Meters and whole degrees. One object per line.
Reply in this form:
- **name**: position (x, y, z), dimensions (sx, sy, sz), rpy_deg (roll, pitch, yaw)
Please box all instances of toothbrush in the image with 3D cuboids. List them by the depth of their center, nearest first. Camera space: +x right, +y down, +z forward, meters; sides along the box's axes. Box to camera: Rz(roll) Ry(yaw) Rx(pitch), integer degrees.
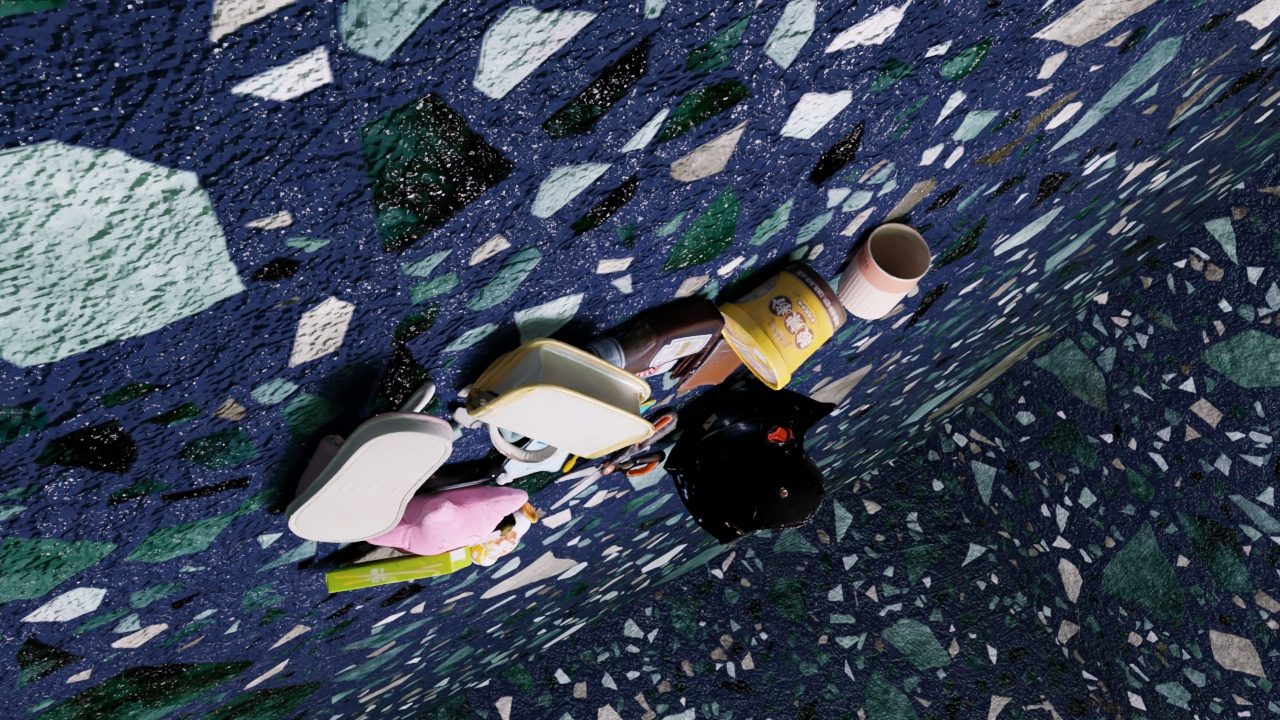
- **toothbrush**: position (-0.244, 0.074, 0.880), dimensions (0.181, 0.016, 0.016), rpy_deg (-43, 166, 31)
- **toothbrush**: position (-0.243, 0.137, 1.022), dimensions (0.212, 0.026, 0.027), rpy_deg (-4, 141, -53)
- **toothbrush**: position (-0.070, 0.095, 1.205), dimensions (0.016, 0.018, 0.192), rpy_deg (-19, 155, -38)

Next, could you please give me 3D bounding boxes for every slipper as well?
- **slipper**: position (-0.253, 0.104, 0.848), dimensions (0.114, 0.054, 0.275), rpy_deg (10, 146, -30)

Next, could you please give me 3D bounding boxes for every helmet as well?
- **helmet**: position (0.174, 0.149, 1.396), dimensions (0.274, 0.230, 0.233), rpy_deg (-56, 173, -7)

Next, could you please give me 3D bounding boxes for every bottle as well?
- **bottle**: position (0.000, -0.015, 0.991), dimensions (0.194, 0.044, 0.080), rpy_deg (-18, 157, -33)
- **bottle**: position (-0.197, 0.241, 1.294), dimensions (0.108, 0.063, 0.063), rpy_deg (-36, 161, 11)

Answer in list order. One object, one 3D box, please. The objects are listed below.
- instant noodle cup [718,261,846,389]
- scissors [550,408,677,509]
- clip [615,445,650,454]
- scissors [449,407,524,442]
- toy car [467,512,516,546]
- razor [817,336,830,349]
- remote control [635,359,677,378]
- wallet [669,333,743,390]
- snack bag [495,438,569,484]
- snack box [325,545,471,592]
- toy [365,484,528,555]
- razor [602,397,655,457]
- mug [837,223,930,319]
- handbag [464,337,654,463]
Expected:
- **instant noodle cup**: position (0.167, -0.045, 1.072), dimensions (0.114, 0.118, 0.118), rpy_deg (-37, 162, -6)
- **scissors**: position (-0.029, 0.151, 1.341), dimensions (0.221, 0.021, 0.227), rpy_deg (-44, 153, 9)
- **clip**: position (-0.010, 0.133, 1.384), dimensions (0.057, 0.036, 0.026), rpy_deg (-11, 146, -49)
- **scissors**: position (-0.191, 0.086, 0.988), dimensions (0.170, 0.019, 0.171), rpy_deg (-32, 163, 5)
- **toy car**: position (-0.219, 0.219, 1.219), dimensions (0.122, 0.056, 0.037), rpy_deg (-8, 143, -49)
- **razor**: position (0.202, -0.052, 1.210), dimensions (0.068, 0.062, 0.167), rpy_deg (-6, 171, 33)
- **remote control**: position (-0.006, 0.006, 1.069), dimensions (0.135, 0.020, 0.056), rpy_deg (-14, 154, -41)
- **wallet**: position (0.106, -0.006, 1.197), dimensions (0.124, 0.032, 0.101), rpy_deg (-8, 148, -51)
- **snack bag**: position (-0.101, 0.094, 1.118), dimensions (0.110, 0.039, 0.192), rpy_deg (-18, 159, -48)
- **snack box**: position (-0.295, 0.255, 1.127), dimensions (0.156, 0.026, 0.086), rpy_deg (-9, 174, 3)
- **toy**: position (-0.234, 0.192, 1.099), dimensions (0.179, 0.074, 0.194), rpy_deg (-26, 165, 30)
- **razor**: position (-0.020, 0.082, 1.224), dimensions (0.133, 0.028, 0.043), rpy_deg (-46, 180, 44)
- **mug**: position (0.313, -0.122, 1.171), dimensions (0.114, 0.081, 0.106), rpy_deg (-56, 175, -28)
- **handbag**: position (-0.095, 0.051, 0.921), dimensions (0.163, 0.063, 0.179), rpy_deg (25, 140, -37)
